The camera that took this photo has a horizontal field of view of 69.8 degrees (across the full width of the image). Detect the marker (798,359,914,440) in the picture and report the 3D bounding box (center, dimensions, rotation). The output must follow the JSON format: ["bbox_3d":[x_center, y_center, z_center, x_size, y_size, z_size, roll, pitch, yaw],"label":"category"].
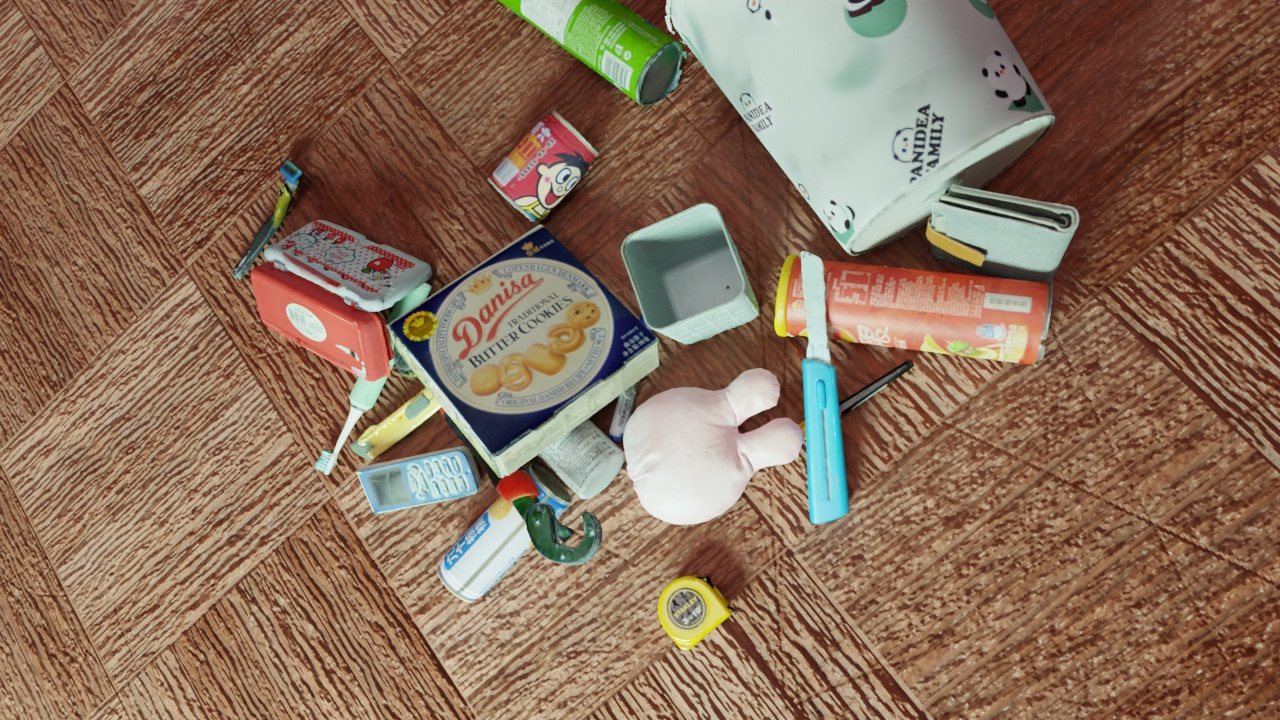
[{"bbox_3d":[0.183,0.035,0.799,0.124,0.018,0.015,-34,78,8],"label":"marker"}]

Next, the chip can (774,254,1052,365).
[{"bbox_3d":[0.225,-0.044,0.771,0.217,0.073,0.073,7,83,19],"label":"chip can"}]

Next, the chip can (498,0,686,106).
[{"bbox_3d":[-0.063,-0.341,0.907,0.236,0.072,0.072,41,94,19],"label":"chip can"}]

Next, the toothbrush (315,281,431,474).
[{"bbox_3d":[-0.274,0.016,0.941,0.027,0.026,0.224,26,90,-2],"label":"toothbrush"}]

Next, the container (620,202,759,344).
[{"bbox_3d":[0.049,-0.069,0.809,0.090,0.111,0.090,-22,76,12],"label":"container"}]

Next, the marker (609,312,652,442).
[{"bbox_3d":[-0.005,0.005,0.864,0.017,0.017,0.145,13,86,19],"label":"marker"}]

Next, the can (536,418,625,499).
[{"bbox_3d":[-0.083,0.062,0.857,0.147,0.058,0.058,41,94,19],"label":"can"}]

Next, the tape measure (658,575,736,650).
[{"bbox_3d":[0.046,0.218,0.808,0.060,0.029,0.057,-42,73,7],"label":"tape measure"}]

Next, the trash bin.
[{"bbox_3d":[0.182,-0.240,0.745,0.230,0.229,0.252,-33,79,10],"label":"trash bin"}]

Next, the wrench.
[{"bbox_3d":[-0.123,0.097,0.839,0.273,0.016,0.056,39,95,40],"label":"wrench"}]

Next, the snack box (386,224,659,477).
[{"bbox_3d":[-0.108,-0.014,0.837,0.177,0.046,0.182,-36,64,-17],"label":"snack box"}]

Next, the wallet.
[{"bbox_3d":[0.281,-0.094,0.730,0.107,0.129,0.037,17,82,19],"label":"wallet"}]

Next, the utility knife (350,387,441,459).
[{"bbox_3d":[-0.215,0.042,0.911,0.202,0.021,0.031,-36,90,15],"label":"utility knife"}]

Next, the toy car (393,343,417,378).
[{"bbox_3d":[-0.197,-0.014,0.917,0.105,0.032,0.048,-14,84,15],"label":"toy car"}]

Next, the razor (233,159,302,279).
[{"bbox_3d":[-0.409,-0.151,1.012,0.043,0.022,0.143,35,96,46],"label":"razor"}]

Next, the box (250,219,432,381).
[{"bbox_3d":[-0.303,-0.068,0.942,0.201,0.099,0.110,23,129,33],"label":"box"}]

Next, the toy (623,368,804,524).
[{"bbox_3d":[0.062,0.075,0.812,0.160,0.054,0.121,-24,82,14],"label":"toy"}]

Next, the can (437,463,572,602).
[{"bbox_3d":[-0.128,0.162,0.858,0.134,0.053,0.053,-47,72,6],"label":"can"}]

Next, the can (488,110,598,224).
[{"bbox_3d":[-0.094,-0.188,0.895,0.094,0.066,0.066,-47,72,5],"label":"can"}]

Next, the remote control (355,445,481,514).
[{"bbox_3d":[-0.218,0.117,0.903,0.125,0.024,0.049,-13,104,16],"label":"remote control"}]

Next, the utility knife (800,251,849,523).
[{"bbox_3d":[0.150,0.025,0.770,0.034,0.018,0.234,-3,101,17],"label":"utility knife"}]
